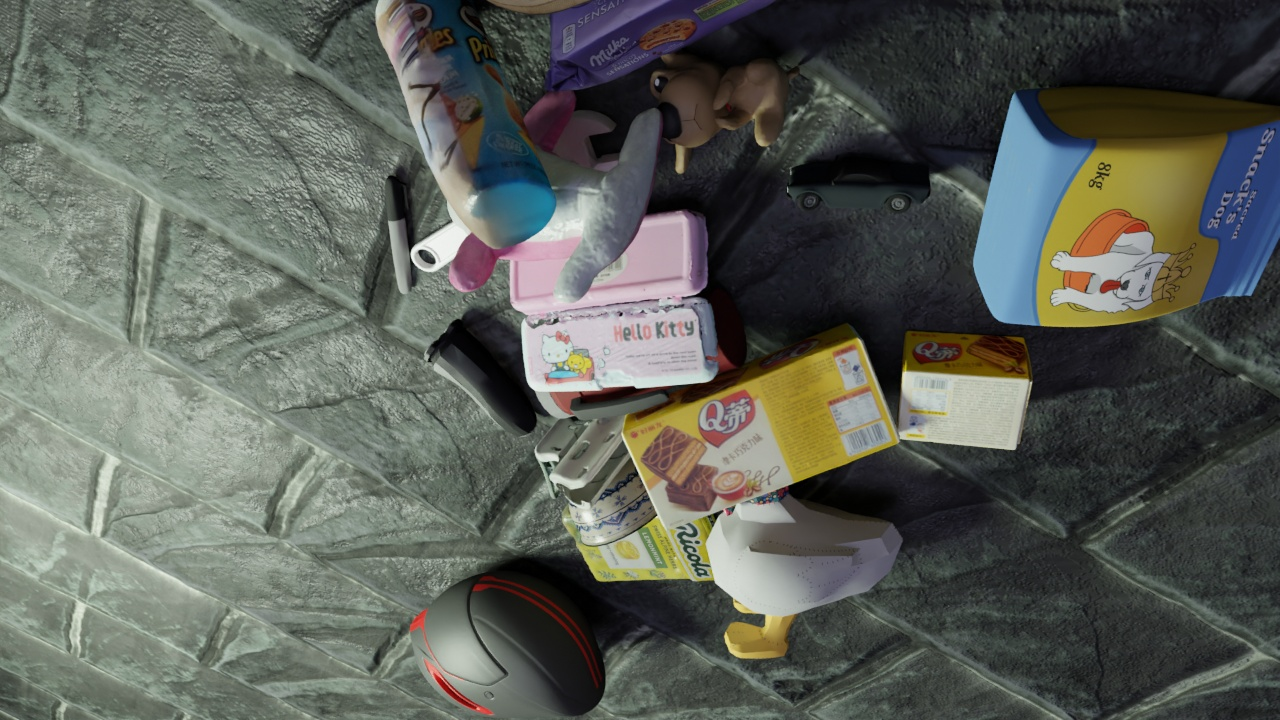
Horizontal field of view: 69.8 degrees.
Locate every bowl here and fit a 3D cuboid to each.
[{"bbox_3d":[-0.028,0.144,1.000,0.116,0.115,0.059,-22,104,32],"label":"bowl"}]

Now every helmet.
[{"bbox_3d":[-0.162,0.364,1.191,0.265,0.163,0.170,32,120,4],"label":"helmet"}]

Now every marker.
[{"bbox_3d":[-0.236,-0.121,0.907,0.022,0.016,0.139,-4,132,-9],"label":"marker"}]

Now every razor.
[{"bbox_3d":[-0.164,0.027,0.985,0.156,0.057,0.060,47,159,-20],"label":"razor"}]

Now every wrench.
[{"bbox_3d":[-0.122,-0.145,0.847,0.274,0.018,0.066,-25,117,34],"label":"wrench"}]

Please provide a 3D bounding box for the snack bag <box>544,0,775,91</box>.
[{"bbox_3d":[0.018,-0.265,0.647,0.206,0.096,0.058,-16,156,30],"label":"snack bag"}]

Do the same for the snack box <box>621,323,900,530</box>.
[{"bbox_3d":[0.107,0.060,0.847,0.230,0.061,0.110,-22,104,9],"label":"snack box"}]

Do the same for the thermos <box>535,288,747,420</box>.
[{"bbox_3d":[-0.005,0.005,0.874,0.199,0.107,0.084,-17,133,27],"label":"thermos"}]

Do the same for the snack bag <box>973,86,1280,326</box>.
[{"bbox_3d":[0.367,-0.110,0.667,0.205,0.102,0.159,1,130,4],"label":"snack bag"}]

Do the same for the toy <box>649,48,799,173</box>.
[{"bbox_3d":[0.057,-0.200,0.694,0.108,0.105,0.134,5,127,28],"label":"toy"}]

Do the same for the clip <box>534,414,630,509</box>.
[{"bbox_3d":[-0.045,0.099,0.966,0.091,0.125,0.152,46,151,-10],"label":"clip"}]

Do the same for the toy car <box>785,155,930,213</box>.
[{"bbox_3d":[0.173,-0.142,0.732,0.112,0.046,0.034,4,131,13],"label":"toy car"}]

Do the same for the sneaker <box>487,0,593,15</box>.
[{"bbox_3d":[-0.052,-0.297,0.600,0.242,0.089,0.102,6,173,34],"label":"sneaker"}]

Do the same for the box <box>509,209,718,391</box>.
[{"bbox_3d":[-0.030,-0.050,0.822,0.202,0.044,0.154,-5,85,29],"label":"box"}]

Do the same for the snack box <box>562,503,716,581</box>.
[{"bbox_3d":[0.005,0.211,1.086,0.181,0.045,0.121,-7,126,23],"label":"snack box"}]

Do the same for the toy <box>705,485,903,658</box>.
[{"bbox_3d":[0.144,0.174,0.956,0.247,0.140,0.268,8,114,10],"label":"toy"}]

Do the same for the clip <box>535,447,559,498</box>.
[{"bbox_3d":[-0.098,0.130,1.068,0.035,0.023,0.074,-6,125,24],"label":"clip"}]

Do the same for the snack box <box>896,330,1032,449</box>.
[{"bbox_3d":[0.288,0.026,0.825,0.106,0.061,0.084,5,130,15],"label":"snack box"}]

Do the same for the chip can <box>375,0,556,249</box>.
[{"bbox_3d":[-0.133,-0.190,0.677,0.079,0.229,0.080,-19,153,-10],"label":"chip can"}]

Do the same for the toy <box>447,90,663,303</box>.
[{"bbox_3d":[-0.064,-0.119,0.743,0.127,0.186,0.266,28,173,-37],"label":"toy"}]
